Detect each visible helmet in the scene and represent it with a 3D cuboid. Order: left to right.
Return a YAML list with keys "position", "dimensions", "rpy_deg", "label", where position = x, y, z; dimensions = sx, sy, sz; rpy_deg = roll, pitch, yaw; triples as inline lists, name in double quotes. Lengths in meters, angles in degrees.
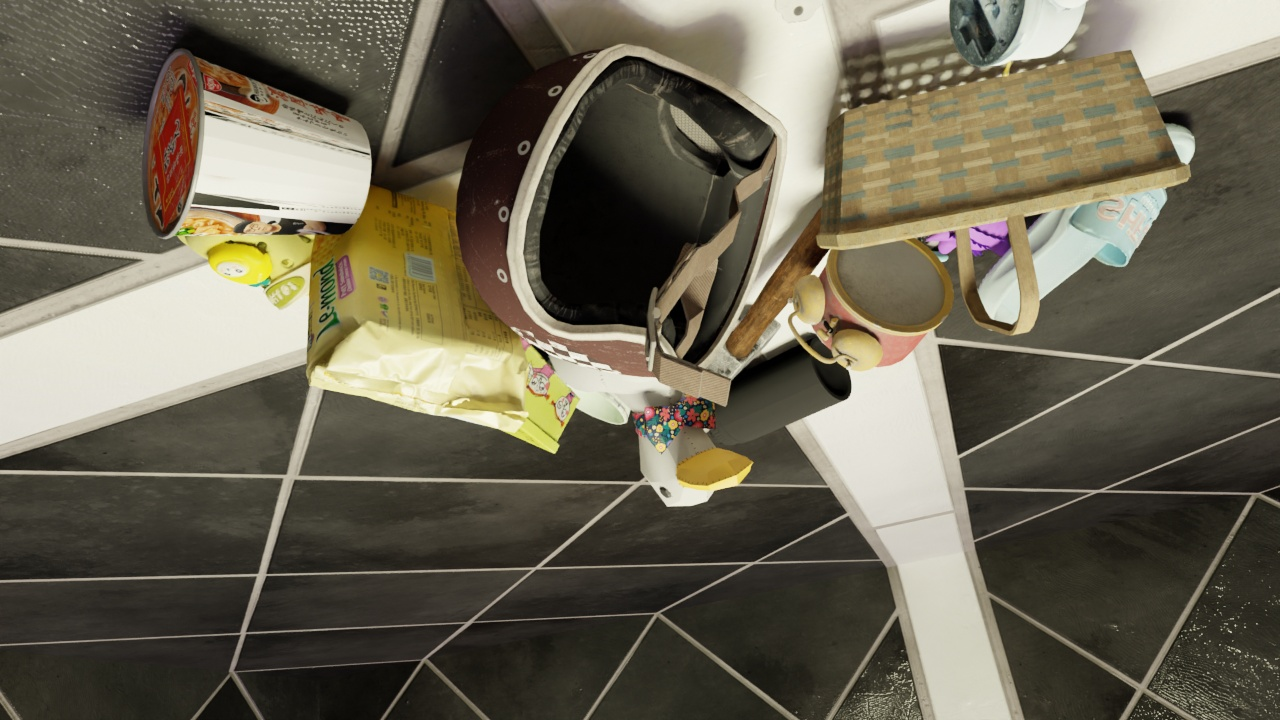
- position: [-0.006, -0.091, 0.641]
  dimensions: [0.254, 0.233, 0.234]
  rpy_deg: [22, 166, 16]
  label: "helmet"

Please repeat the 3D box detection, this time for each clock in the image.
- position: [0.201, -0.046, 0.837]
  dimensions: [0.158, 0.117, 0.081]
  rpy_deg: [-29, 159, -27]
  label: "clock"
- position: [0.252, -0.245, 0.598]
  dimensions: [0.057, 0.083, 0.118]
  rpy_deg: [-7, 159, -14]
  label: "clock"

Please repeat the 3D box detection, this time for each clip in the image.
- position: [0.103, -0.260, 0.607]
  dimensions: [0.101, 0.046, 0.056]
  rpy_deg: [-6, 150, -3]
  label: "clip"

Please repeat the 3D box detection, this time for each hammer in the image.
- position: [0.124, -0.062, 0.890]
  dimensions: [0.217, 0.037, 0.302]
  rpy_deg: [-40, 168, -42]
  label: "hammer"

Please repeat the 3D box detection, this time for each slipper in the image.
- position: [-0.305, -0.079, 0.786]
  dimensions: [0.092, 0.081, 0.190]
  rpy_deg: [-20, 155, 30]
  label: "slipper"
- position: [0.424, -0.113, 0.868]
  dimensions: [0.104, 0.074, 0.246]
  rpy_deg: [15, 123, -50]
  label: "slipper"

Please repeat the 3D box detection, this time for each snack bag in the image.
- position: [-0.173, -0.054, 0.718]
  dimensions: [0.159, 0.247, 0.068]
  rpy_deg: [13, 125, -27]
  label: "snack bag"

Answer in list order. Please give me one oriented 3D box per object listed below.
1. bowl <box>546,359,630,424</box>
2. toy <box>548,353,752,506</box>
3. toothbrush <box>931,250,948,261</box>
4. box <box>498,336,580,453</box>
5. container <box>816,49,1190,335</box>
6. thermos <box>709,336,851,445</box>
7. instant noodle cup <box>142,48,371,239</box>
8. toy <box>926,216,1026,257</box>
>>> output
- position: [-0.053, 0.019, 1.063]
  dimensions: [0.117, 0.061, 0.117]
  rpy_deg: [28, 162, 10]
  label: "bowl"
- position: [-0.005, 0.004, 0.847]
  dimensions: [0.140, 0.268, 0.247]
  rpy_deg: [-23, -162, -28]
  label: "toy"
- position: [0.260, -0.110, 0.929]
  dimensions: [0.180, 0.016, 0.017]
  rpy_deg: [-1, 129, -40]
  label: "toothbrush"
- position: [-0.159, 0.017, 0.970]
  dimensions: [0.124, 0.081, 0.221]
  rpy_deg: [23, 164, 22]
  label: "box"
- position: [0.268, -0.115, 0.714]
  dimensions: [0.250, 0.186, 0.157]
  rpy_deg: [-11, -173, 6]
  label: "container"
- position: [0.163, 0.047, 1.180]
  dimensions: [0.086, 0.086, 0.199]
  rpy_deg: [18, 145, -43]
  label: "thermos"
- position: [-0.264, -0.139, 0.642]
  dimensions: [0.121, 0.123, 0.124]
  rpy_deg: [3, 154, -43]
  label: "instant noodle cup"
- position: [0.331, -0.129, 0.894]
  dimensions: [0.088, 0.055, 0.106]
  rpy_deg: [9, 150, -35]
  label: "toy"
